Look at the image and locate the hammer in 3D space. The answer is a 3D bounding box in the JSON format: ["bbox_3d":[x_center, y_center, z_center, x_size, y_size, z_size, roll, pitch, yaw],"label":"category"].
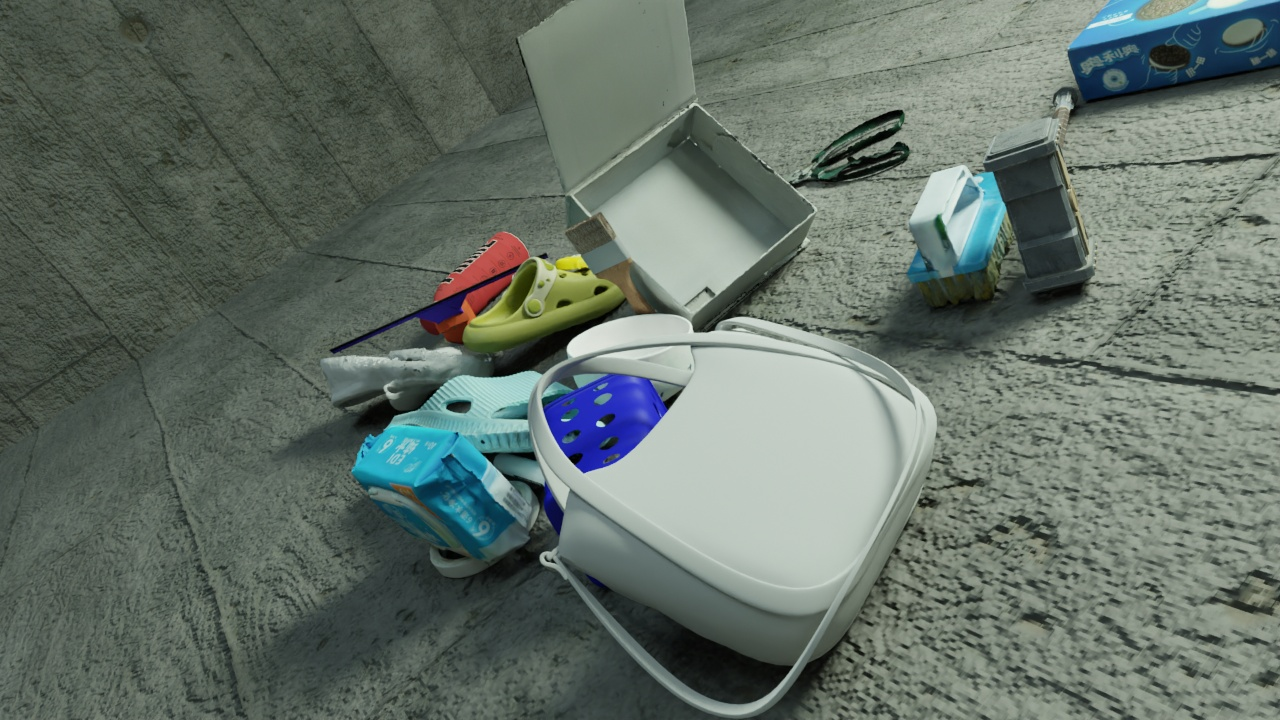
[{"bbox_3d":[0.314,-0.162,0.695,0.044,0.098,0.320,-14,21,34],"label":"hammer"}]

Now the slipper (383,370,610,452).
[{"bbox_3d":[-0.134,0.044,0.780,0.115,0.069,0.277,0,-3,-39],"label":"slipper"}]

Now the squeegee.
[{"bbox_3d":[-0.211,-0.046,1.060,0.249,0.055,0.185,-25,-1,-3],"label":"squeegee"}]

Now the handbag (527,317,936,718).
[{"bbox_3d":[0.026,0.053,0.491,0.223,0.096,0.215,22,52,25],"label":"handbag"}]

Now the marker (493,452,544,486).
[{"bbox_3d":[-0.086,0.087,0.719,0.017,0.020,0.134,-56,22,-16],"label":"marker"}]

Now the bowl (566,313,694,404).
[{"bbox_3d":[-0.004,0.004,0.747,0.105,0.054,0.104,-10,19,3],"label":"bowl"}]

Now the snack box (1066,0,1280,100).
[{"bbox_3d":[0.509,-0.303,0.751,0.195,0.056,0.239,-45,28,-27],"label":"snack box"}]

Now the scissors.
[{"bbox_3d":[0.206,-0.223,1.004,0.210,0.015,0.154,-9,35,38],"label":"scissors"}]

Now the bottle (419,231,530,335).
[{"bbox_3d":[-0.221,-0.099,1.211,0.062,0.062,0.176,-4,36,46],"label":"bottle"}]

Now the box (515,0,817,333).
[{"bbox_3d":[-0.042,-0.261,0.769,0.166,0.506,0.149,-41,21,-18],"label":"box"}]

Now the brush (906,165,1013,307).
[{"bbox_3d":[0.235,-0.105,0.667,0.055,0.075,0.135,-9,33,39],"label":"brush"}]

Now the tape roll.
[{"bbox_3d":[-0.121,0.129,0.710,0.093,0.013,0.093,-26,25,13],"label":"tape roll"}]

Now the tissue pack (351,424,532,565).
[{"bbox_3d":[-0.149,0.098,0.674,0.145,0.093,0.061,2,47,52],"label":"tissue pack"}]

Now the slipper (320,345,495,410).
[{"bbox_3d":[-0.262,0.018,1.019,0.247,0.074,0.112,-7,15,33],"label":"slipper"}]

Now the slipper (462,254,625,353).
[{"bbox_3d":[-0.105,-0.070,0.967,0.190,0.081,0.092,-25,18,-21],"label":"slipper"}]

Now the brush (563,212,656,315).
[{"bbox_3d":[-0.008,-0.060,0.783,0.045,0.143,0.008,-20,23,43],"label":"brush"}]

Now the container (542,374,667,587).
[{"bbox_3d":[-0.015,0.074,0.605,0.085,0.084,0.113,-27,25,7],"label":"container"}]
